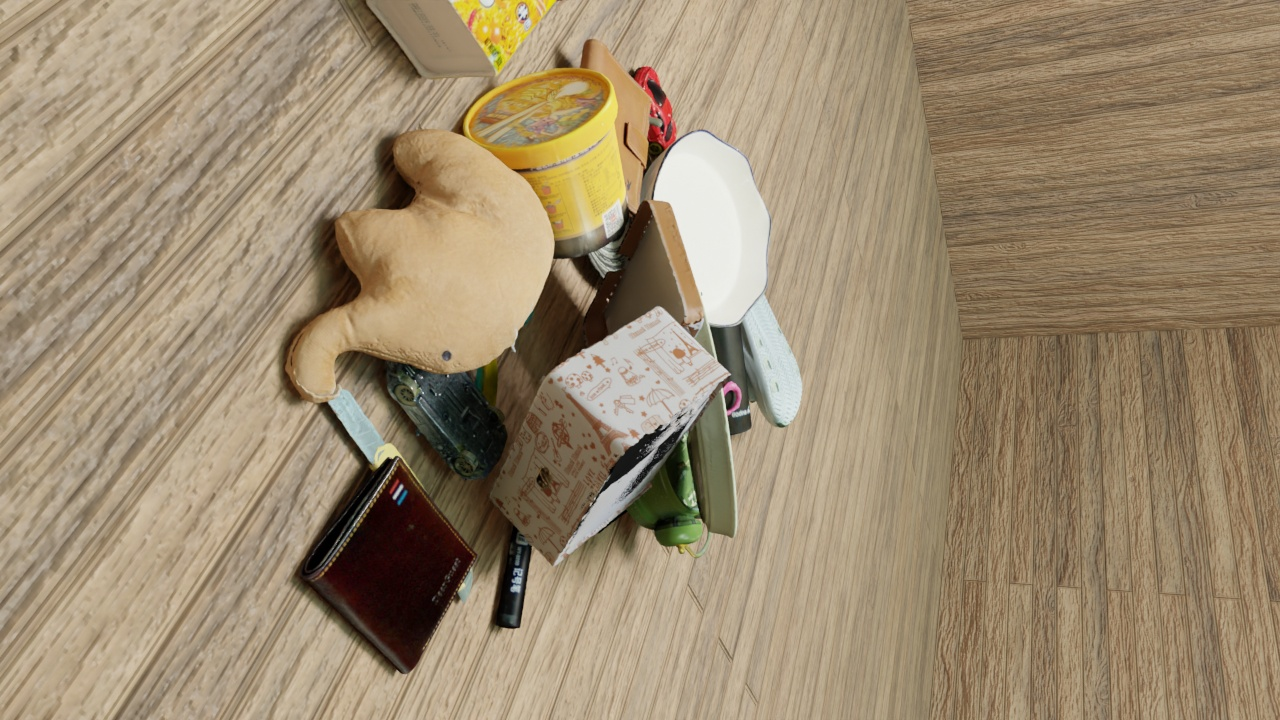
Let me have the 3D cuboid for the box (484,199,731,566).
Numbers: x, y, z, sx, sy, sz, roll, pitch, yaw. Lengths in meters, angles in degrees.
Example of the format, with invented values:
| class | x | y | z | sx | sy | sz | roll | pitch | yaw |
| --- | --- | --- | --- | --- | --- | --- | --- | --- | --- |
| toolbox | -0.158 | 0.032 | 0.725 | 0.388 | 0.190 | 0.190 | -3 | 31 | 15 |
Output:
| class | x | y | z | sx | sy | sz | roll | pitch | yaw |
| --- | --- | --- | --- | --- | --- | --- | --- | --- | --- |
| box | -0.014 | 0.017 | 0.728 | 0.180 | 0.132 | 0.270 | 121 | -9 | -46 |

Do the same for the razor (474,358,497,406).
| class | x | y | z | sx | sy | sz | roll | pitch | yaw |
| --- | --- | --- | --- | --- | --- | --- | --- | --- | --- |
| razor | -0.125 | -0.009 | 0.696 | 0.043 | 0.028 | 0.132 | -28 | 115 | -65 |

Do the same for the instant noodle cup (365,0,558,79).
| class | x | y | z | sx | sy | sz | roll | pitch | yaw |
| --- | --- | --- | --- | --- | --- | --- | --- | --- | --- |
| instant noodle cup | -0.119 | -0.270 | 0.642 | 0.116 | 0.116 | 0.123 | 53 | 55 | -50 |

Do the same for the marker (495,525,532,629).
| class | x | y | z | sx | sy | sz | roll | pitch | yaw |
| --- | --- | --- | --- | --- | --- | --- | --- | --- | --- |
| marker | -0.097 | 0.150 | 0.746 | 0.022 | 0.020 | 0.131 | 65 | 30 | -66 |

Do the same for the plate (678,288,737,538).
| class | x | y | z | sx | sy | sz | roll | pitch | yaw |
| --- | --- | --- | --- | --- | --- | --- | --- | --- | --- |
| plate | 0.053 | 0.045 | 0.819 | 0.230 | 0.027 | 0.230 | 83 | -1 | -90 |

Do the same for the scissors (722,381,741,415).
| class | x | y | z | sx | sy | sz | roll | pitch | yaw |
| --- | --- | --- | --- | --- | --- | --- | --- | --- | --- |
| scissors | 0.058 | 0.069 | 1.023 | 0.131 | 0.017 | 0.133 | 40 | 77 | -17 |

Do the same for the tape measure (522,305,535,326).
| class | x | y | z | sx | sy | sz | roll | pitch | yaw |
| --- | --- | --- | --- | --- | --- | --- | --- | --- | --- |
| tape measure | -0.104 | -0.054 | 0.738 | 0.058 | 0.025 | 0.054 | -53 | 134 | -53 |

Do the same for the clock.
| class | x | y | z | sx | sy | sz | roll | pitch | yaw |
| --- | --- | --- | --- | --- | --- | --- | --- | --- | --- |
| clock | 0.033 | 0.124 | 0.930 | 0.161 | 0.056 | 0.115 | 66 | 31 | -12 |

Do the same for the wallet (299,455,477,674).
| class | x | y | z | sx | sy | sz | roll | pitch | yaw |
| --- | --- | --- | --- | --- | --- | --- | --- | --- | --- |
| wallet | -0.160 | 0.136 | 0.607 | 0.096 | 0.020 | 0.122 | -58 | 141 | -32 |

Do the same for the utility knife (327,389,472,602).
| class | x | y | z | sx | sy | sz | roll | pitch | yaw |
| --- | --- | --- | --- | --- | --- | --- | --- | --- | --- |
| utility knife | -0.161 | 0.095 | 0.631 | 0.208 | 0.021 | 0.030 | 63 | 31 | -33 |

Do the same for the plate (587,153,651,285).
| class | x | y | z | sx | sy | sz | roll | pitch | yaw |
| --- | --- | --- | --- | --- | --- | --- | --- | --- | --- |
| plate | -0.027 | -0.156 | 0.904 | 0.179 | 0.024 | 0.179 | 11 | 77 | -61 |

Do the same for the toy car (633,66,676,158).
| class | x | y | z | sx | sy | sz | roll | pitch | yaw |
| --- | --- | --- | --- | --- | --- | --- | --- | --- | --- |
| toy car | 0.017 | -0.265 | 0.994 | 0.106 | 0.031 | 0.049 | 62 | 37 | -44 |

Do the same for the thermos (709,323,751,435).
| class | x | y | z | sx | sy | sz | roll | pitch | yaw |
| --- | --- | --- | --- | --- | --- | --- | --- | --- | --- |
| thermos | 0.074 | -0.034 | 1.065 | 0.089 | 0.068 | 0.242 | -14 | 100 | -32 |

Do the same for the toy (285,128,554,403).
| class | x | y | z | sx | sy | sz | roll | pitch | yaw |
| --- | --- | --- | --- | --- | --- | --- | --- | --- | --- |
| toy | -0.136 | -0.053 | 0.606 | 0.143 | 0.083 | 0.225 | 33 | 52 | -15 |

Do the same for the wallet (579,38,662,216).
| class | x | y | z | sx | sy | sz | roll | pitch | yaw |
| --- | --- | --- | --- | --- | --- | --- | --- | --- | --- |
| wallet | -0.025 | -0.211 | 0.857 | 0.119 | 0.035 | 0.130 | 27 | 64 | -52 |

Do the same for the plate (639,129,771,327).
| class | x | y | z | sx | sy | sz | roll | pitch | yaw |
| --- | --- | --- | --- | --- | --- | --- | --- | --- | --- |
| plate | 0.066 | -0.136 | 0.966 | 0.204 | 0.046 | 0.204 | 6 | 82 | -48 |

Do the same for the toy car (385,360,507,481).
| class | x | y | z | sx | sy | sz | roll | pitch | yaw |
| --- | --- | --- | --- | --- | --- | --- | --- | --- | --- |
| toy car | -0.139 | 0.033 | 0.651 | 0.121 | 0.037 | 0.054 | 59 | 38 | -31 |

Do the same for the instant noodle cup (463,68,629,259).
| class | x | y | z | sx | sy | sz | roll | pitch | yaw |
| --- | --- | --- | --- | --- | --- | --- | --- | --- | --- |
| instant noodle cup | -0.066 | -0.153 | 0.731 | 0.114 | 0.119 | 0.118 | 72 | 30 | -43 |

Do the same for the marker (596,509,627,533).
| class | x | y | z | sx | sy | sz | roll | pitch | yaw |
| --- | --- | --- | --- | --- | --- | --- | --- | --- | --- |
| marker | -0.018 | 0.143 | 0.910 | 0.018 | 0.015 | 0.123 | 57 | 30 | 4 |

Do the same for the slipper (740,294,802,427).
| class | x | y | z | sx | sy | sz | roll | pitch | yaw |
| --- | --- | --- | --- | --- | --- | --- | --- | --- | --- |
| slipper | 0.132 | -0.023 | 1.167 | 0.103 | 0.074 | 0.245 | -35 | 103 | -58 |
